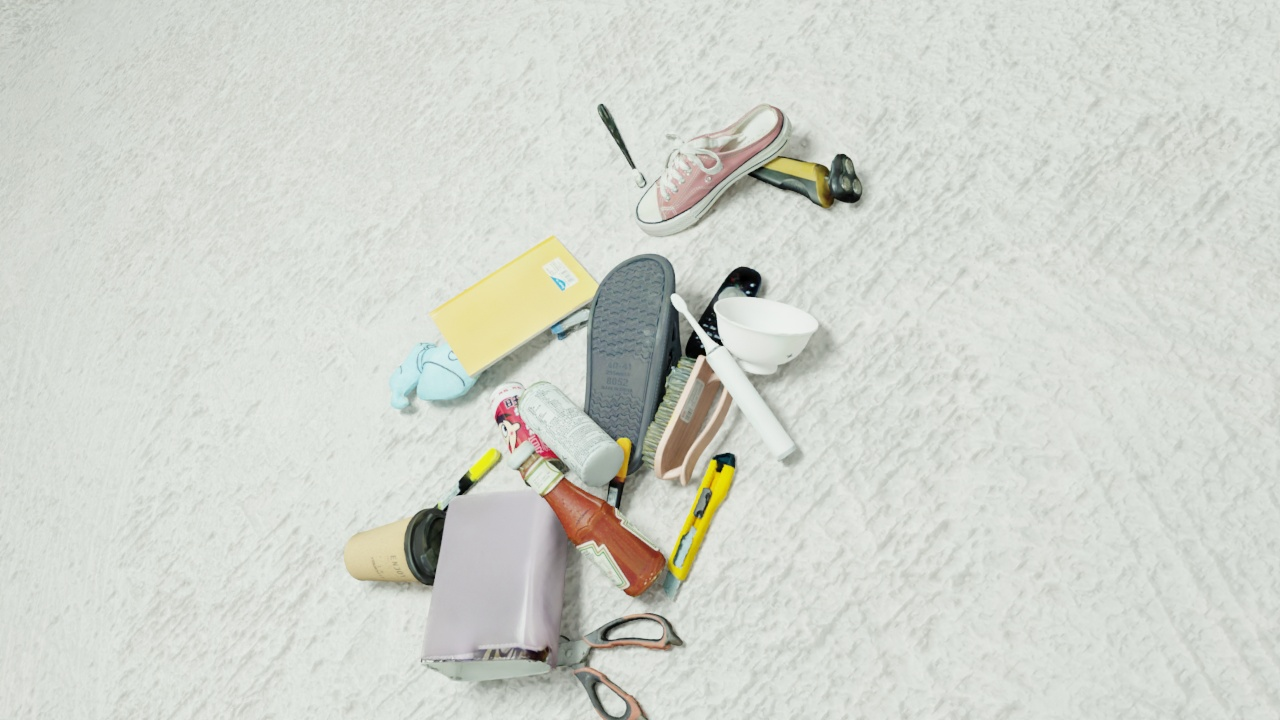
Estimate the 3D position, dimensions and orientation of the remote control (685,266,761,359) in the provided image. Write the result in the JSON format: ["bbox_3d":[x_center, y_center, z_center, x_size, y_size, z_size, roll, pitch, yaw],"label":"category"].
[{"bbox_3d":[0.102,-0.052,1.106,0.053,0.024,0.136,25,77,34],"label":"remote control"}]

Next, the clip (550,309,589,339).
[{"bbox_3d":[-0.089,-0.050,1.202,0.058,0.044,0.027,-24,56,7],"label":"clip"}]

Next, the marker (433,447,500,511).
[{"bbox_3d":[-0.225,0.158,1.169,0.124,0.015,0.018,-45,55,3],"label":"marker"}]

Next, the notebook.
[{"bbox_3d":[-0.169,-0.077,1.226,0.206,0.010,0.146,-34,51,-8],"label":"notebook"}]

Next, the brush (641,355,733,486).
[{"bbox_3d":[0.055,0.070,1.047,0.073,0.063,0.145,18,76,31],"label":"brush"}]

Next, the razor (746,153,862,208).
[{"bbox_3d":[0.195,-0.233,1.134,0.167,0.062,0.068,26,109,38],"label":"razor"}]

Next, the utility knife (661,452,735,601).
[{"bbox_3d":[0.064,0.181,1.016,0.033,0.015,0.177,15,74,34],"label":"utility knife"}]

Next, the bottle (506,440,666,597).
[{"bbox_3d":[-0.062,0.169,1.001,0.206,0.060,0.060,44,89,2],"label":"bottle"}]

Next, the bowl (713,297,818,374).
[{"bbox_3d":[0.137,-0.023,1.043,0.118,0.118,0.065,24,117,33],"label":"bowl"}]

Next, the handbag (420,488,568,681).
[{"bbox_3d":[-0.152,0.249,1.030,0.145,0.098,0.196,-13,54,24],"label":"handbag"}]

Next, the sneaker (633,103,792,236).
[{"bbox_3d":[0.073,-0.248,1.155,0.242,0.087,0.118,-32,54,29],"label":"sneaker"}]

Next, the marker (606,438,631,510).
[{"bbox_3d":[-0.028,0.150,1.054,0.018,0.015,0.124,12,94,28],"label":"marker"}]

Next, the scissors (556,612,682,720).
[{"bbox_3d":[-0.056,0.327,1.004,0.189,0.015,0.224,-44,55,0],"label":"scissors"}]

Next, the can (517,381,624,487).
[{"bbox_3d":[-0.083,0.083,1.062,0.058,0.058,0.147,-49,50,-3],"label":"can"}]

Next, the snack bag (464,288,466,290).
[{"bbox_3d":[-0.216,-0.067,1.266,0.105,0.026,0.045,21,80,34],"label":"snack bag"}]

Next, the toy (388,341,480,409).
[{"bbox_3d":[-0.270,0.013,1.239,0.161,0.050,0.156,-49,47,-8],"label":"toy"}]

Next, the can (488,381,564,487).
[{"bbox_3d":[-0.143,0.090,1.138,0.053,0.053,0.132,-35,56,6],"label":"can"}]

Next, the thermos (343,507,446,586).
[{"bbox_3d":[-0.291,0.233,1.123,0.143,0.093,0.093,-13,61,28],"label":"thermos"}]

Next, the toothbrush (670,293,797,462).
[{"bbox_3d":[0.099,0.015,1.019,0.027,0.026,0.221,-35,81,-1],"label":"toothbrush"}]

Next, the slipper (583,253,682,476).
[{"bbox_3d":[-0.007,0.006,1.105,0.111,0.083,0.268,8,89,29],"label":"slipper"}]

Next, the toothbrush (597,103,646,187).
[{"bbox_3d":[-0.030,-0.309,1.301,0.016,0.018,0.181,-32,55,12],"label":"toothbrush"}]
